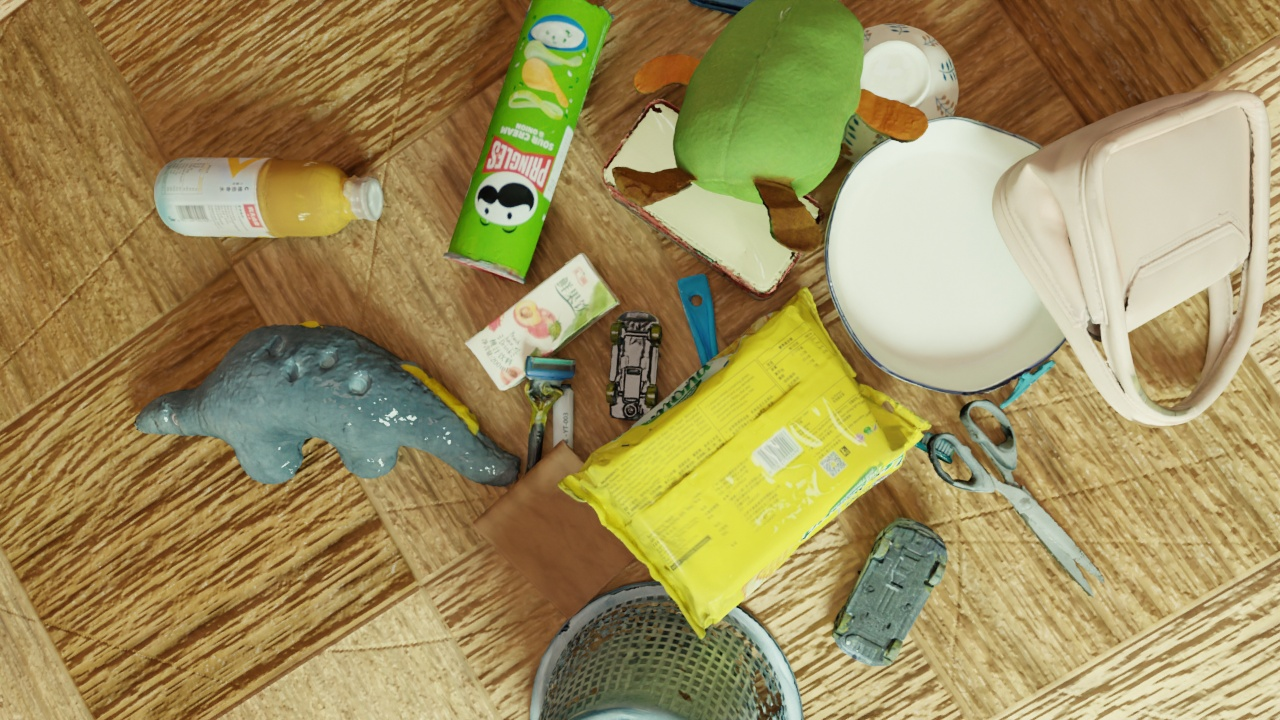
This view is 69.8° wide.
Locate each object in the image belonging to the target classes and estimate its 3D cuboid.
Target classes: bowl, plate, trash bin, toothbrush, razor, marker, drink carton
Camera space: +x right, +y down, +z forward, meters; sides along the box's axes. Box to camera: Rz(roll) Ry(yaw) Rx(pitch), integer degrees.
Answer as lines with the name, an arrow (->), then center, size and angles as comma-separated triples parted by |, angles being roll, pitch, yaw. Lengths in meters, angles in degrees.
bowl -> 0.195, -0.214, 0.722 | 0.113, 0.062, 0.113 | 0, 89, 9
plate -> 0.236, -0.078, 0.702 | 0.205, 0.045, 0.205 | 0, 92, -4
trash bin -> 0.008, 0.292, 0.665 | 0.227, 0.195, 0.226 | 0, 88, 8
toothbrush -> 0.166, 0.032, 0.741 | 0.191, 0.016, 0.018 | 29, 82, 8
razor -> -0.085, 0.064, 0.760 | 0.042, 0.022, 0.143 | 4, 104, -23
marker -> -0.063, 0.085, 0.772 | 0.022, 0.018, 0.130 | 1, 88, -17
drink carton -> -0.079, -0.032, 0.763 | 0.122, 0.045, 0.053 | -37, 89, 6

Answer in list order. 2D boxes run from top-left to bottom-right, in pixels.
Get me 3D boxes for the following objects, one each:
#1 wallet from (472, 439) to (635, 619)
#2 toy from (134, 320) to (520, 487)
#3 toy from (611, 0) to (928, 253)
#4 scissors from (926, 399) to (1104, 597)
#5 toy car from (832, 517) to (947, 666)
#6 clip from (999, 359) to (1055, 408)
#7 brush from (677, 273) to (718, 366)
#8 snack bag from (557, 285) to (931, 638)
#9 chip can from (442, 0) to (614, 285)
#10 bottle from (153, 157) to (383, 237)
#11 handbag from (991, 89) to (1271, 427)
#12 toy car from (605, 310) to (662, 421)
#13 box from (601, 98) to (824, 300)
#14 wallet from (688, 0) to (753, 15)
wallet -> -0.062, 0.139, 0.752 | 0.101, 0.020, 0.115 | -42, 100, -3
toy -> -0.277, 0.036, 0.776 | 0.356, 0.091, 0.138 | 4, 116, 9
toy -> 0.092, -0.185, 0.664 | 0.227, 0.090, 0.246 | 19, 65, 18
scissors -> 0.303, 0.104, 0.717 | 0.172, 0.014, 0.145 | 13, 80, -3
toy car -> 0.196, 0.183, 0.723 | 0.054, 0.036, 0.121 | 25, 102, 8
clip -> 0.300, 0.013, 0.723 | 0.056, 0.014, 0.041 | -37, 84, 7
brush -> 0.066, 0.055, 0.747 | 0.083, 0.046, 0.254 | -12, 83, 12
snack bag -> 0.082, 0.074, 0.688 | 0.246, 0.068, 0.158 | -39, 82, -10
chip can -> -0.092, -0.184, 0.758 | 0.072, 0.072, 0.236 | 19, 90, 8
bottle -> -0.318, -0.140, 0.790 | 0.190, 0.068, 0.068 | 2, 88, 8
handbag -> 0.372, -0.064, 0.661 | 0.193, 0.093, 0.234 | -24, 100, -21
toy car -> -0.004, 0.004, 0.757 | 0.042, 0.035, 0.090 | 4, 88, 7
box -> 0.056, -0.126, 0.730 | 0.168, 0.079, 0.091 | 36, 93, 8
wallet -> 0.107, -0.345, 0.750 | 0.106, 0.040, 0.133 | 21, 93, 17
